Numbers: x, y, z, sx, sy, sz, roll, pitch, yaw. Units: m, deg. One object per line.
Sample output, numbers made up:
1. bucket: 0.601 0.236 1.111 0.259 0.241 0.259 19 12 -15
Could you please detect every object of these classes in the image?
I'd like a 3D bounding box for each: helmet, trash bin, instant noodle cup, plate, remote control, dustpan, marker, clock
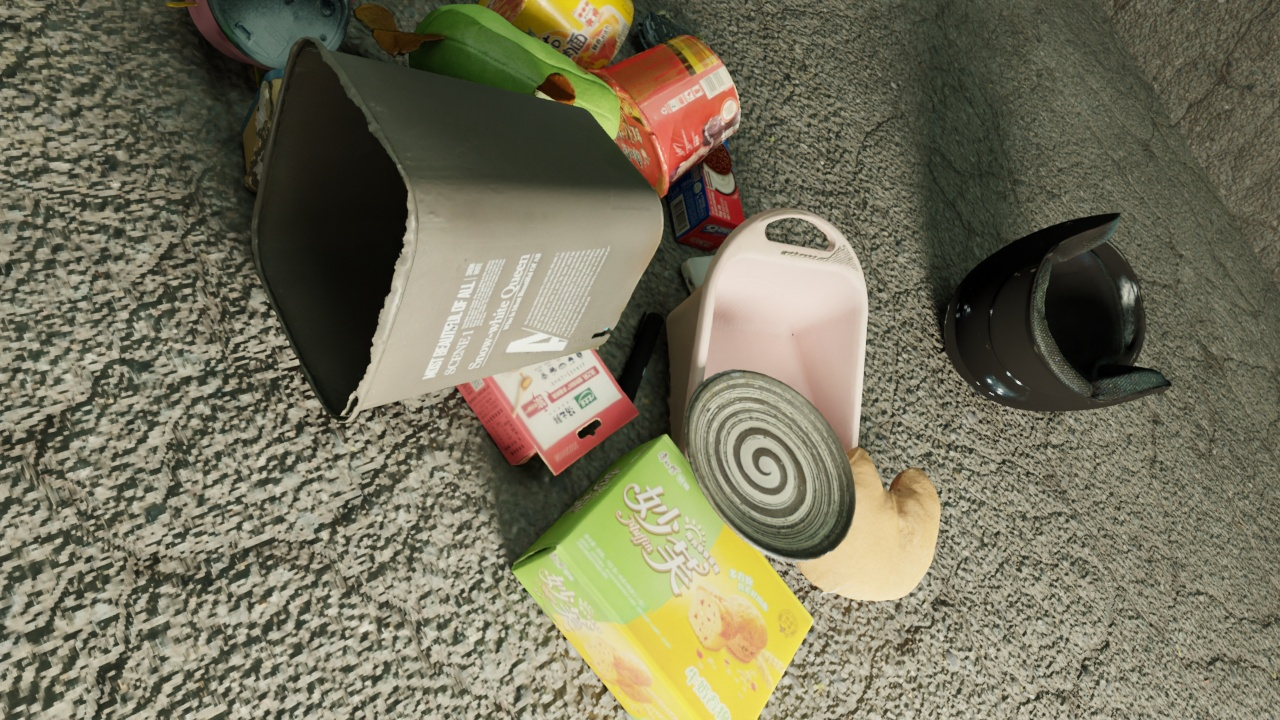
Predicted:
1. helmet: 0.527 -0.052 1.162 0.273 0.231 0.233 -17 93 -43
2. trash bin: -0.124 -0.089 0.644 0.219 0.200 0.198 -7 51 -41
3. instant noodle cup: 0.024 -0.241 0.894 0.108 0.138 0.138 -35 90 -15
4. plate: 0.109 0.089 0.787 0.179 0.024 0.179 18 52 -25
5. remote control: 0.100 -0.087 0.976 0.135 0.020 0.056 -12 73 -42
6. dustpan: 0.133 0.008 0.856 0.222 0.139 0.273 1 67 -35
7. instant noodle cup: -0.082 -0.341 0.898 0.109 0.138 0.137 31 50 -35
8. marker: -0.005 0.005 0.839 0.022 0.020 0.131 32 49 -12
9. clock: -0.281 -0.298 0.713 0.117 0.060 0.158 47 65 -43

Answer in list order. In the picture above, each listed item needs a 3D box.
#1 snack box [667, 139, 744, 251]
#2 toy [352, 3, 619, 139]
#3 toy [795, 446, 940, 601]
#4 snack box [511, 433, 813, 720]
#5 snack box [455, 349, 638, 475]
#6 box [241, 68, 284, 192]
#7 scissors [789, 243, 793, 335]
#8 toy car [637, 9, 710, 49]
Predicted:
1. snack box: 0.058 -0.224 0.993 0.058 0.057 0.207 10 60 -39
2. toy: -0.117 -0.240 0.779 0.246 0.090 0.227 18 12 -35
3. toy: 0.194 0.153 0.867 0.225 0.083 0.143 19 75 -30
4. snack box: 0.023 0.187 0.725 0.210 0.070 0.157 52 45 -4
5. snack box: -0.080 0.023 0.749 0.113 0.044 0.127 -33 88 -46
6. box: -0.209 -0.163 0.717 0.184 0.090 0.059 2 64 -41
7. scissors: 0.197 -0.055 1.045 0.162 0.012 0.176 -22 80 -44
8. toy car: 0.045 -0.368 1.080 0.120 0.037 0.054 6 62 -49
